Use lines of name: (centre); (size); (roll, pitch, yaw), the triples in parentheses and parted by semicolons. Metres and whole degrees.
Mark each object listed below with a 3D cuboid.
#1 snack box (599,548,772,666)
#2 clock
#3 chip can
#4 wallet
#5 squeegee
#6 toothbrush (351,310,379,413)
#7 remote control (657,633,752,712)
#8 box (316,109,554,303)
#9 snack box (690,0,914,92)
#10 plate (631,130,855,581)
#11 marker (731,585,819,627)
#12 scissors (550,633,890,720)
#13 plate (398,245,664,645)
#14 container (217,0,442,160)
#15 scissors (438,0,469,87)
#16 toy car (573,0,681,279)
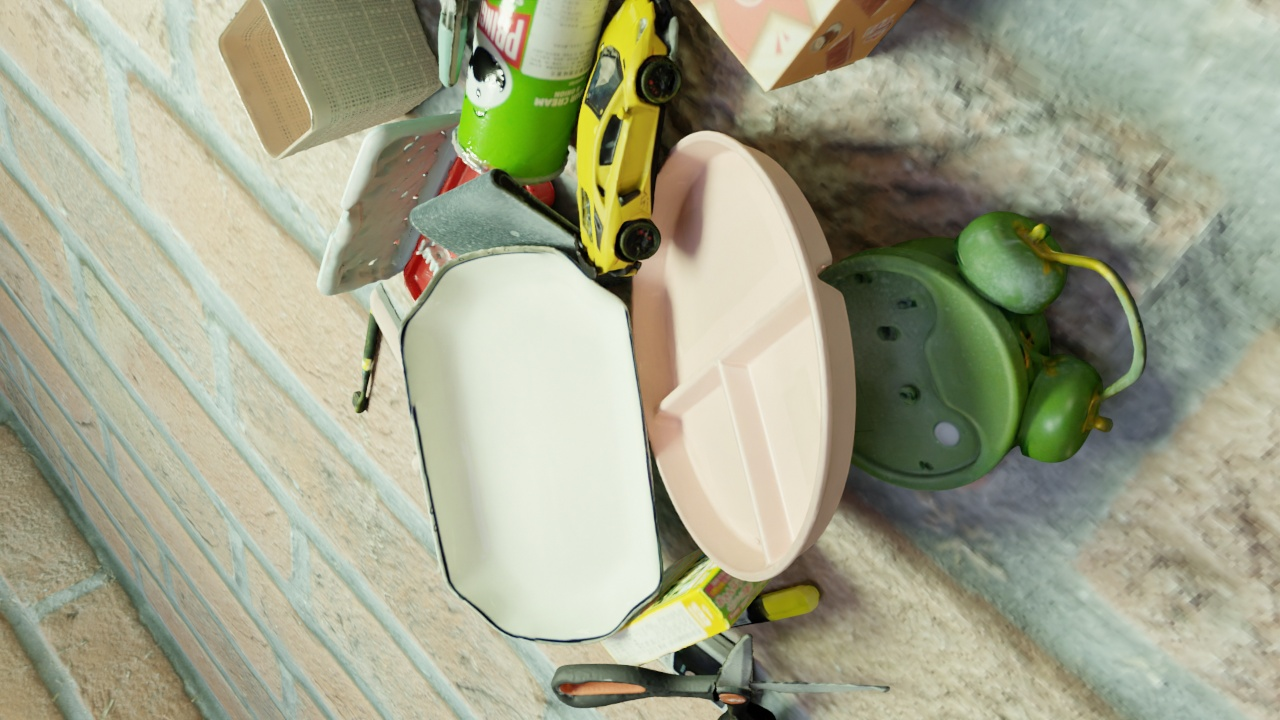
snack box: (0.037, 0.153, 0.604); (0.034, 0.086, 0.141); (48, 140, 5)
clock: (0.143, -0.004, 0.419); (0.162, 0.056, 0.116); (-10, 106, 50)
chip can: (-0.046, -0.207, 0.485); (0.072, 0.072, 0.237); (44, 138, 19)
wallet: (-0.074, -0.073, 0.584); (0.120, 0.019, 0.097); (32, 154, -35)
squeegee: (-0.170, 0.081, 0.757); (0.247, 0.040, 0.250); (60, 162, 1)
toothbrush: (-0.266, -0.007, 0.892); (0.017, 0.012, 0.186); (55, 142, 24)
remote control: (0.022, 0.212, 0.711); (0.150, 0.021, 0.058); (30, 133, 33)
box: (-0.155, -0.084, 0.655); (0.102, 0.100, 0.202); (55, 141, 8)
snack box: (0.070, -0.181, 0.371); (0.093, 0.076, 0.095); (53, 141, 8)
plate: (0.045, -0.002, 0.478); (0.230, 0.028, 0.229); (172, 90, -71)
marker: (0.080, 0.171, 0.629); (0.018, 0.015, 0.124); (58, 144, 4)
scissors: (0.051, 0.227, 0.612); (0.234, 0.021, 0.221); (-5, 142, 19)
plate: (-0.067, 0.057, 0.601); (0.162, 0.034, 0.266); (-6, 100, 18)
container: (-0.208, -0.202, 0.629); (0.090, 0.110, 0.090); (-10, 105, 50)
scissors: (-0.107, -0.215, 0.534); (0.181, 0.019, 0.170); (131, 141, -67)
toy car: (-0.011, -0.120, 0.499); (0.071, 0.041, 0.156); (-119, 33, -54)
